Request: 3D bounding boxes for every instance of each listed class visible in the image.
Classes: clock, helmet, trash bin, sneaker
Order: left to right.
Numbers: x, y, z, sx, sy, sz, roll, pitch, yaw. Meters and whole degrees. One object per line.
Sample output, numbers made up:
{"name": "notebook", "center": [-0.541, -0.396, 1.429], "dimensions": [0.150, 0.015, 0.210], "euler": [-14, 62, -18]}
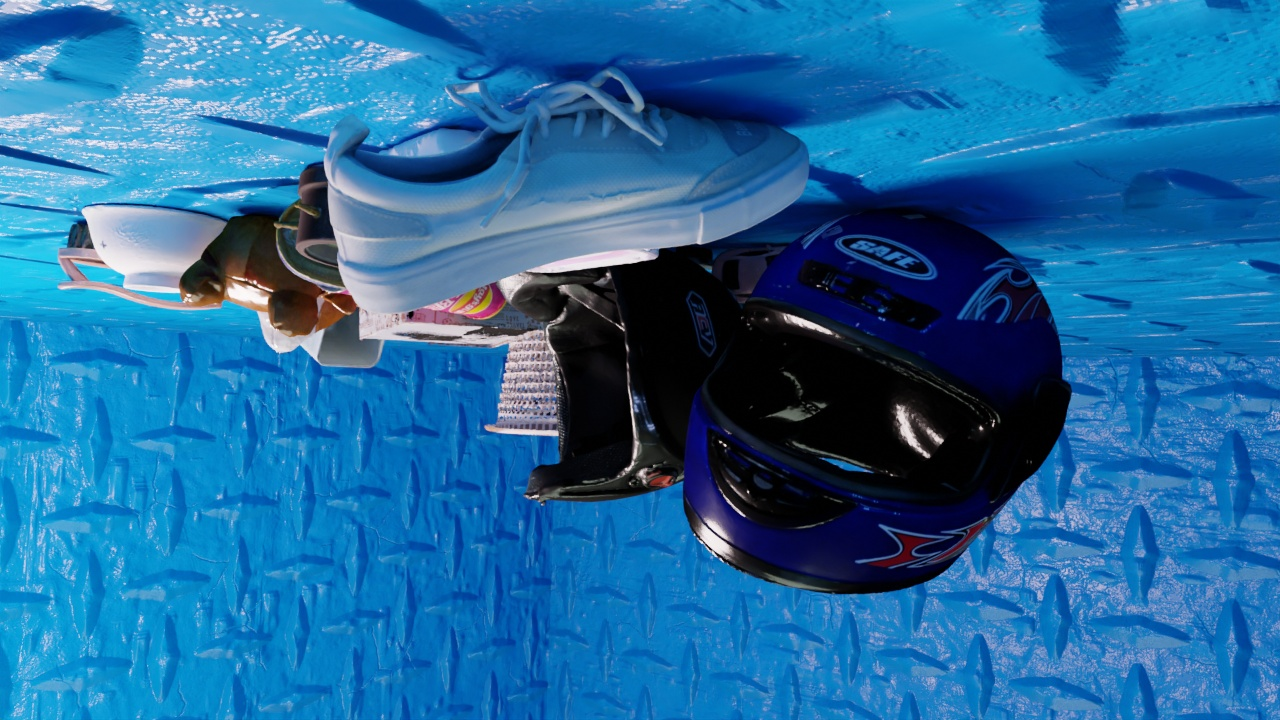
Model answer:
{"name": "clock", "center": [-0.184, -0.094, 0.638], "dimensions": [0.121, 0.055, 0.082], "euler": [12, 167, -33]}
{"name": "sneaker", "center": [-0.031, -0.099, 0.444], "dimensions": [0.242, 0.091, 0.089], "euler": [-16, -147, -16]}
{"name": "trash bin", "center": [-0.077, -0.004, 1.143], "dimensions": [0.227, 0.192, 0.227], "euler": [1, 178, 0]}
{"name": "helmet", "center": [-0.005, 0.005, 0.838], "dimensions": [0.229, 0.233, 0.275], "euler": [-6, 167, -22]}
{"name": "helmet", "center": [0.175, 0.011, 0.678], "dimensions": [0.247, 0.241, 0.314], "euler": [24, -160, 32]}

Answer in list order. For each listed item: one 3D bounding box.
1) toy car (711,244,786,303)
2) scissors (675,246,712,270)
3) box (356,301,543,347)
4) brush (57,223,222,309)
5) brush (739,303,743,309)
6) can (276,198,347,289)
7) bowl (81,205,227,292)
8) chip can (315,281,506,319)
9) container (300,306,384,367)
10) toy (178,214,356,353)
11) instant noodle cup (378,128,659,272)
{"name": "toy car", "center": [0.124, -0.081, 0.861], "dimensions": [0.122, 0.056, 0.037], "euler": [0, -176, 25]}
{"name": "scissors", "center": [0.054, -0.102, 0.950], "dimensions": [0.156, 0.014, 0.168], "euler": [1, 180, -9]}
{"name": "box", "center": [-0.252, -0.070, 1.073], "dimensions": [0.178, 0.105, 0.261], "euler": [3, 172, -40]}
{"name": "brush", "center": [-0.477, -0.089, 0.885], "dimensions": [0.145, 0.073, 0.063], "euler": [6, 176, -38]}
{"name": "brush", "center": [0.154, -0.068, 0.922], "dimensions": [0.144, 0.073, 0.055], "euler": [2, -178, -4]}
{"name": "can", "center": [-0.203, -0.088, 0.708], "dimensions": [0.148, 0.074, 0.049], "euler": [4, -179, -23]}
{"name": "bowl", "center": [-0.428, -0.095, 0.813], "dimensions": [0.118, 0.064, 0.118], "euler": [1, 178, 0]}
{"name": "chip can", "center": [-0.203, -0.083, 0.839], "dimensions": [0.071, 0.071, 0.210], "euler": [1, 177, 24]}
{"name": "container", "center": [-0.396, -0.054, 1.185], "dimensions": [0.111, 0.090, 0.089], "euler": [29, -164, 37]}
{"name": "toy", "center": [-0.323, -0.066, 0.850], "dimensions": [0.140, 0.130, 0.199], "euler": [20, -173, -3]}
{"name": "instant noodle cup", "center": [-0.087, -0.097, 0.575], "dimensions": [0.173, 0.060, 0.138], "euler": [2, 178, -42]}
